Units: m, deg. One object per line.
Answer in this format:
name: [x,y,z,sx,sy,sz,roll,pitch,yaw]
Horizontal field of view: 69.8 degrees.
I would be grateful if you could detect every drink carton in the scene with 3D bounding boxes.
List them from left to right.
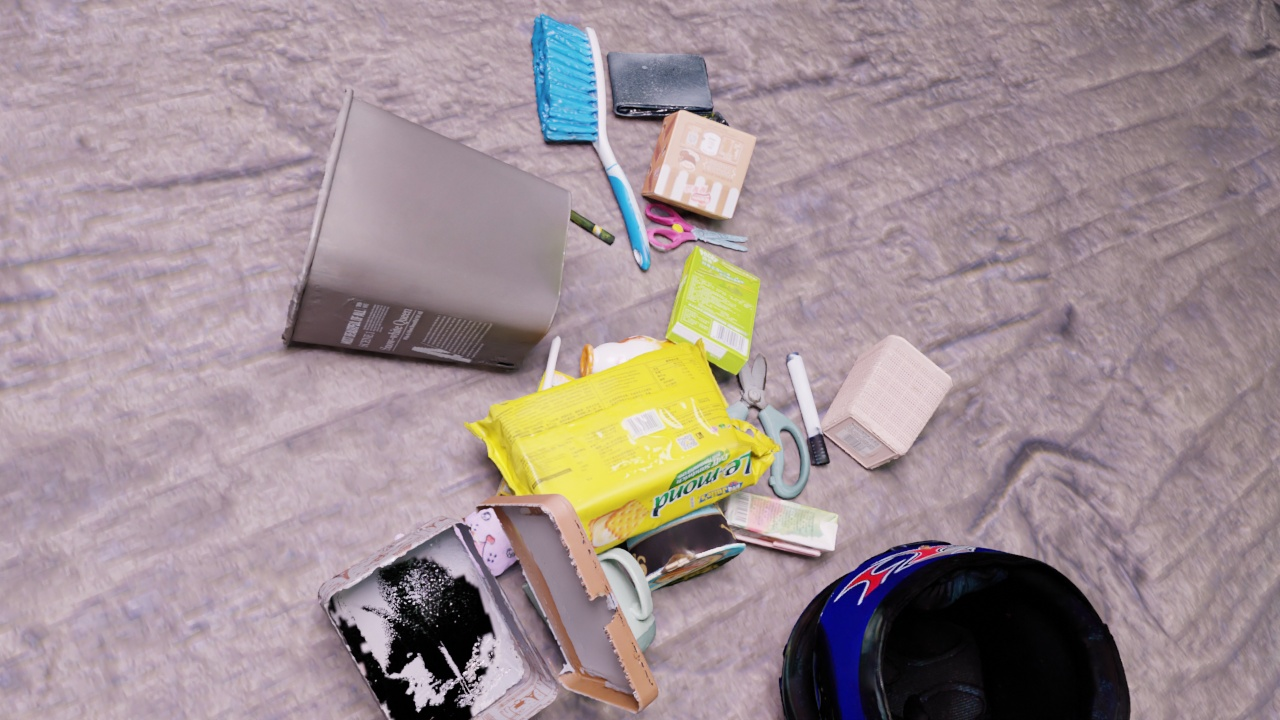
drink carton: [0.133,0.166,0.927,0.122,0.054,0.045,16,68,-13]

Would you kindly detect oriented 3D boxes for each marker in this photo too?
marker: [0.183,0.053,1.011,0.023,0.018,0.130,-19,70,15]

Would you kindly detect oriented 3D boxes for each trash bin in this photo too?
trash bin: [-0.196,-0.098,0.848,0.219,0.200,0.198,15,65,-21]

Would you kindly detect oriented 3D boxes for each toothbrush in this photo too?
toothbrush: [-0.099,0.056,0.875,0.016,0.016,0.179,14,65,-7]
toothbrush: [-0.110,-0.177,1.005,0.186,0.012,0.017,31,68,-5]

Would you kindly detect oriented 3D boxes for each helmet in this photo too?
helmet: [0.241,0.285,0.804,0.315,0.241,0.247,5,67,-30]

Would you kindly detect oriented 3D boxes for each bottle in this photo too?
bottle: [-0.006,0.005,0.937,0.108,0.063,0.063,5,67,-19]

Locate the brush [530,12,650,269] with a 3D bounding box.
brush: [-0.057,-0.249,1.033,0.109,0.061,0.314,1,71,-23]

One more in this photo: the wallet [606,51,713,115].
wallet: [0.023,-0.331,1.093,0.121,0.019,0.097,-1,59,-8]

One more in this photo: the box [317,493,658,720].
box: [-0.132,0.221,0.711,0.157,0.218,0.180,-30,100,-35]

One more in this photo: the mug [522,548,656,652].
mug: [-0.034,0.215,0.815,0.106,0.112,0.082,55,33,5]

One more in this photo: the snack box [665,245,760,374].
snack box: [0.080,-0.057,0.983,0.086,0.026,0.156,27,38,-9]

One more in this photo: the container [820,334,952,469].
container: [0.265,0.049,1.003,0.090,0.090,0.110,39,64,-1]

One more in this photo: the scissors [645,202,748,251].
scissors: [0.065,-0.152,1.058,0.137,0.017,0.072,2,58,-24]

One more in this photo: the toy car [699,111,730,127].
toy car: [0.065,-0.261,1.089,0.090,0.035,0.042,-32,80,-22]

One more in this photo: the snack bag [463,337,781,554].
snack bag: [-0.014,0.073,0.820,0.246,0.068,0.158,-20,56,-20]

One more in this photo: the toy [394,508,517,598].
toy: [-0.159,0.173,0.827,0.107,0.039,0.084,-26,83,-26]

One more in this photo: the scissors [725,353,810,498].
scissors: [0.136,0.071,0.988,0.161,0.019,0.178,23,62,-9]

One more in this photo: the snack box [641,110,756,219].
snack box: [0.063,-0.216,1.026,0.092,0.077,0.094,16,96,-14]

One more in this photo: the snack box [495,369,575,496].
snack box: [-0.077,0.086,0.897,0.087,0.034,0.140,23,64,-10]

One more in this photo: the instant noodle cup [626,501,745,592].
instant noodle cup: [0.026,0.144,0.874,0.111,0.111,0.120,-12,67,-24]
